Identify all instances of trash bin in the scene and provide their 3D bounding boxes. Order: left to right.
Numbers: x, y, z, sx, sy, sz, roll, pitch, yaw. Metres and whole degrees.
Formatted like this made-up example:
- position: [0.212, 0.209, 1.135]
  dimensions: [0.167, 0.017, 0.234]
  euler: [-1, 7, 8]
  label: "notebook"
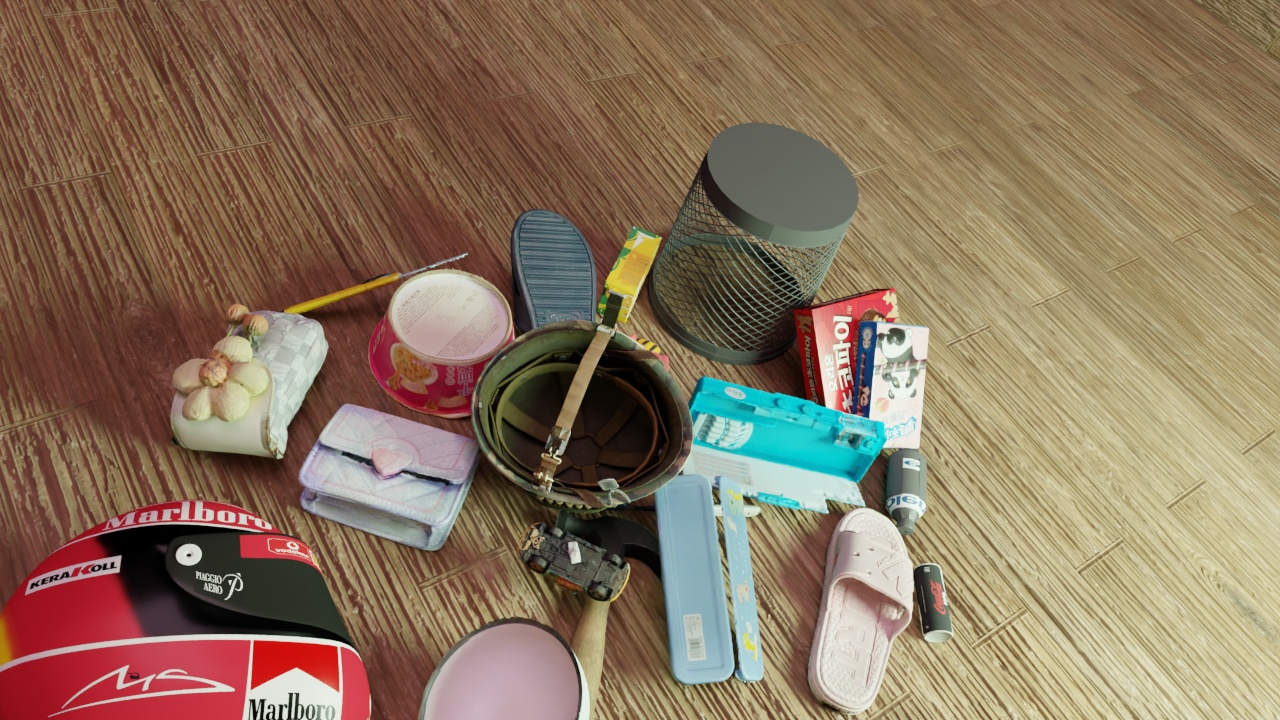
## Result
- position: [0.141, -0.149, 1.160]
  dimensions: [0.217, 0.228, 0.217]
  euler: [8, 51, -11]
  label: "trash bin"

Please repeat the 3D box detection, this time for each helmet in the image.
- position: [-0.360, 0.225, 0.737]
  dimensions: [0.270, 0.198, 0.224]
  euler: [4, 52, -25]
  label: "helmet"
- position: [-0.057, 0.056, 0.927]
  dimensions: [0.224, 0.236, 0.192]
  euler: [13, 66, 18]
  label: "helmet"

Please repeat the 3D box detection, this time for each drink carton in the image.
- position: [-0.015, -0.110, 1.193]
  dimensions: [0.041, 0.058, 0.122]
  euler: [23, 50, 2]
  label: "drink carton"

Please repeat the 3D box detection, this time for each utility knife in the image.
- position: [-0.309, -0.088, 1.064]
  dimensions: [0.227, 0.019, 0.030]
  euler: [-16, 19, -6]
  label: "utility knife"

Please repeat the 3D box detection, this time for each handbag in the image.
- position: [-0.400, 0.009, 0.943]
  dimensions: [0.112, 0.123, 0.171]
  euler: [5, 49, 6]
  label: "handbag"
- position: [-0.255, 0.110, 0.944]
  dimensions: [0.158, 0.069, 0.126]
  euler: [17, 48, 0]
  label: "handbag"

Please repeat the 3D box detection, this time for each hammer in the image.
- position: [-0.049, 0.291, 0.885]
  dimensions: [0.132, 0.040, 0.304]
  euler: [14, 51, -1]
  label: "hammer"

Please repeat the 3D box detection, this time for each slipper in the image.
- position: [-0.105, -0.053, 1.117]
  dimensions: [0.101, 0.083, 0.263]
  euler: [-4, 74, -20]
  label: "slipper"
- position: [0.242, 0.256, 0.979]
  dimensions: [0.094, 0.065, 0.238]
  euler: [24, 51, 2]
  label: "slipper"

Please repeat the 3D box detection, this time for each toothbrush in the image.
- position: [0.046, 0.163, 1.026]
  dimensions: [0.189, 0.016, 0.017]
  euler: [5, 42, -13]
  label: "toothbrush"

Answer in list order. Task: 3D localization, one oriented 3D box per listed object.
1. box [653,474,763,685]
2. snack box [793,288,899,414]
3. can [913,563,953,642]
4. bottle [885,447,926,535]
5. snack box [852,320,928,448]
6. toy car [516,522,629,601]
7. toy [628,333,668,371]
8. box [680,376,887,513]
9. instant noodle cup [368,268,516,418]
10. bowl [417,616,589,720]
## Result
- position: [0.076, 0.217, 0.929]
  dimensions: [0.122, 0.047, 0.209]
  euler: [8, 64, -29]
  label: "box"
- position: [0.266, -0.002, 1.148]
  dimensions: [0.132, 0.036, 0.152]
  euler: [-15, 100, -26]
  label: "snack box"
- position: [0.323, 0.267, 1.015]
  dimensions: [0.031, 0.032, 0.080]
  euler: [10, 51, -9]
  label: "can"
- position: [0.316, 0.156, 1.091]
  dimensions: [0.047, 0.047, 0.112]
  euler: [18, 50, -2]
  label: "bottle"
- position: [0.308, 0.031, 1.130]
  dimensions: [0.087, 0.033, 0.154]
  euler: [4, 91, -28]
  label: "snack box"
- position: [-0.067, 0.202, 0.900]
  dimensions: [0.112, 0.047, 0.047]
  euler: [23, 55, 8]
  label: "toy car"
- position: [-0.007, 0.007, 1.116]
  dimensions: [0.084, 0.046, 0.103]
  euler: [5, 46, 4]
  label: "toy"
- position: [0.159, 0.113, 1.044]
  dimensions: [0.227, 0.097, 0.116]
  euler: [14, 45, -6]
  label: "box"
- position: [-0.221, -0.030, 1.056]
  dimensions: [0.178, 0.078, 0.178]
  euler: [8, 51, -10]
  label: "instant noodle cup"
- position: [-0.111, 0.311, 0.803]
  dimensions: [0.153, 0.073, 0.153]
  euler: [-11, 50, 14]
  label: "bowl"
